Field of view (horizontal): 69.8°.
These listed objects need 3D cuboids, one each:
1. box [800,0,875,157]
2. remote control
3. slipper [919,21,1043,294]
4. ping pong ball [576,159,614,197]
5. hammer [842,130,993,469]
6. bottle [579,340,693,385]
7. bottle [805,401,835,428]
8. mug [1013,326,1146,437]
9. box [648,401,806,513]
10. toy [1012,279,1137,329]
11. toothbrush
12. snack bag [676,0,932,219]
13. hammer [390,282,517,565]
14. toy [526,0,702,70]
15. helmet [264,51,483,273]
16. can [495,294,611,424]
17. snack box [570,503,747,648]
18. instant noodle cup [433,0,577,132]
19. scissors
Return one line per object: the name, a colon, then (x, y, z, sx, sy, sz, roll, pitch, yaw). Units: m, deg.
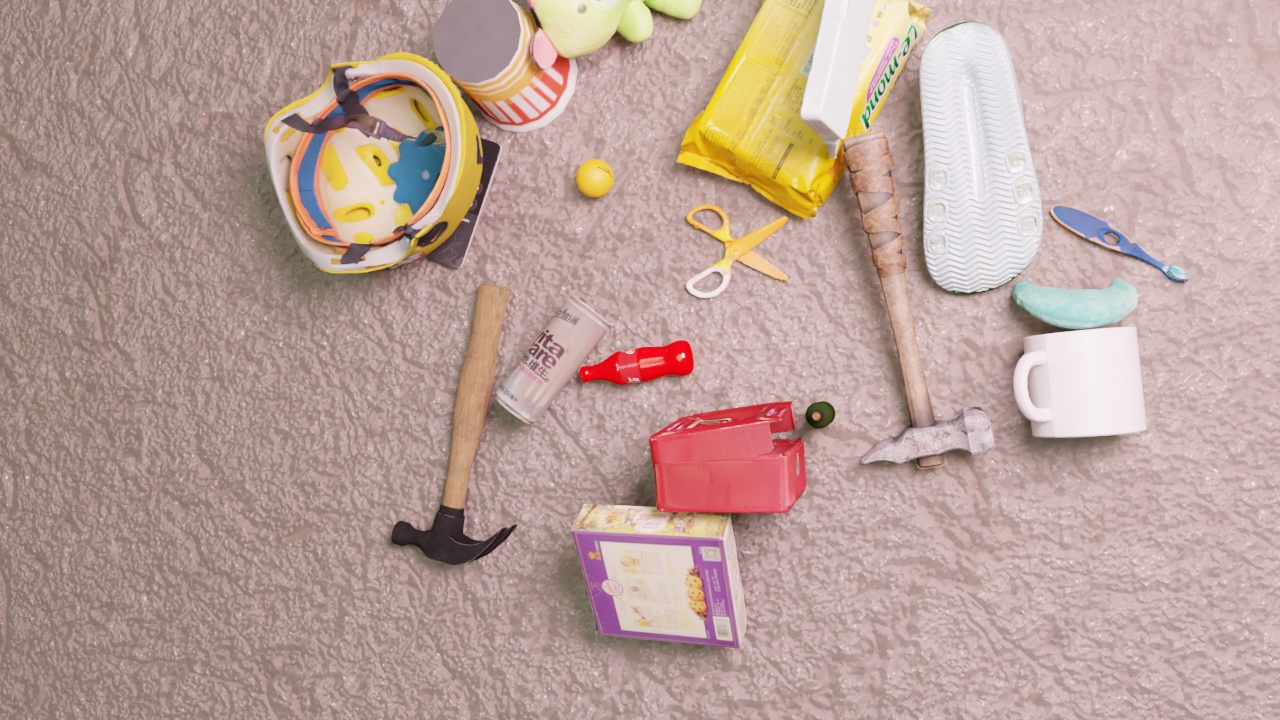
box: (0.182, -0.284, 0.787, 0.041, 0.134, 0.197, 14, 92, 25)
remote control: (-0.196, -0.177, 1.023, 0.045, 0.008, 0.146, 21, 94, 15)
slipper: (0.310, -0.184, 0.848, 0.104, 0.074, 0.245, -5, 104, 23)
ping pong ball: (-0.048, -0.192, 0.967, 0.040, 0.040, 0.040, 0, 88, 15)
hammer: (0.239, -0.053, 0.857, 0.122, 0.048, 0.319, -11, 96, 19)
bottle: (-0.006, 0.005, 0.953, 0.119, 0.036, 0.036, -10, 86, 15)
bottle: (0.170, 0.051, 0.868, 0.025, 0.106, 0.025, 0, 88, 15)
mug: (0.380, 0.021, 0.810, 0.121, 0.091, 0.090, -3, 87, -22)
box: (0.086, 0.094, 0.865, 0.129, 0.157, 0.092, -5, 93, 16)
toy: (0.394, -0.052, 0.826, 0.105, 0.084, 0.033, 0, 117, 13)
toothbrush: (0.441, -0.108, 0.844, 0.135, 0.017, 0.021, 33, 95, 13)
snack bag: (0.158, -0.273, 0.898, 0.159, 0.068, 0.247, 30, 96, 12)
hammer: (-0.183, 0.068, 1.002, 0.132, 0.040, 0.305, 12, 91, 18)
toy: (-0.035, -0.386, 0.913, 0.196, 0.107, 0.150, -16, 125, -18)
helmet: (-0.257, -0.201, 0.971, 0.240, 0.139, 0.209, -28, 82, 14)
can: (-0.092, 0.000, 0.958, 0.054, 0.054, 0.135, 38, 90, 13)
snack box: (0.020, 0.206, 0.874, 0.148, 0.040, 0.143, 0, 123, 18)
instant noodle cup: (-0.144, -0.315, 0.954, 0.123, 0.121, 0.123, 0, 88, 15)
scissors: (0.093, -0.108, 0.941, 0.125, 0.011, 0.128, 32, 98, 15)
